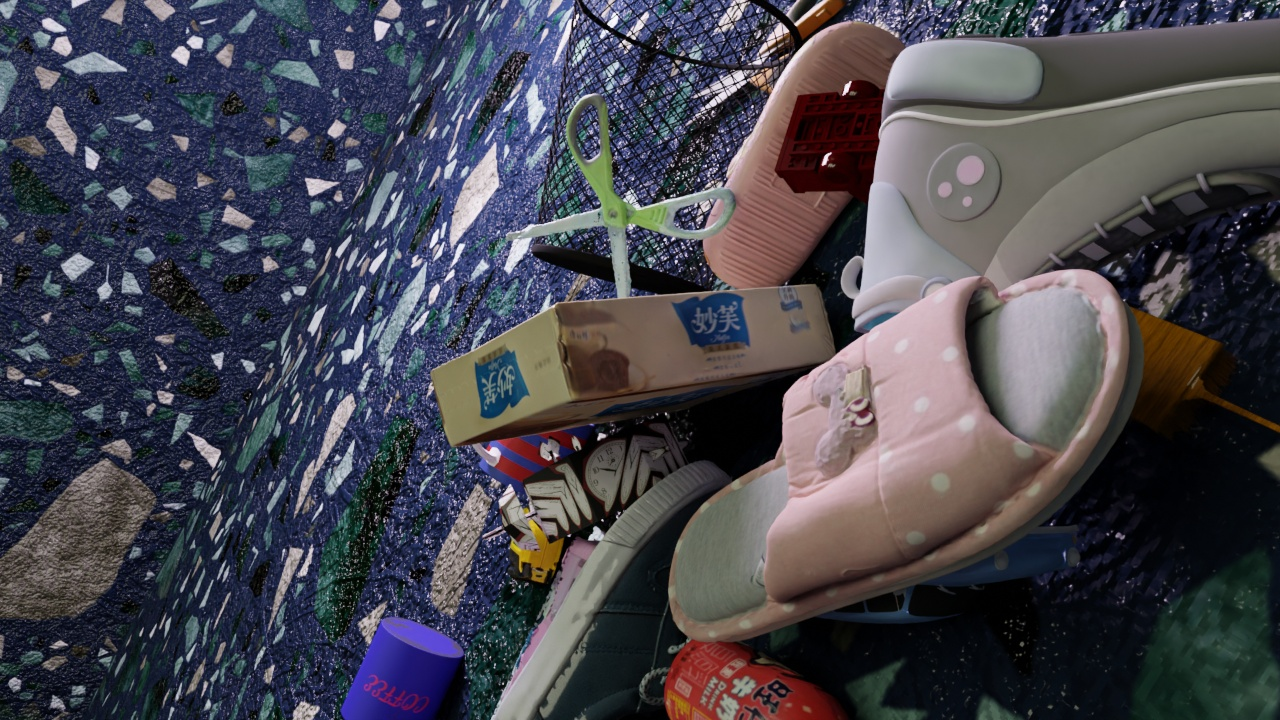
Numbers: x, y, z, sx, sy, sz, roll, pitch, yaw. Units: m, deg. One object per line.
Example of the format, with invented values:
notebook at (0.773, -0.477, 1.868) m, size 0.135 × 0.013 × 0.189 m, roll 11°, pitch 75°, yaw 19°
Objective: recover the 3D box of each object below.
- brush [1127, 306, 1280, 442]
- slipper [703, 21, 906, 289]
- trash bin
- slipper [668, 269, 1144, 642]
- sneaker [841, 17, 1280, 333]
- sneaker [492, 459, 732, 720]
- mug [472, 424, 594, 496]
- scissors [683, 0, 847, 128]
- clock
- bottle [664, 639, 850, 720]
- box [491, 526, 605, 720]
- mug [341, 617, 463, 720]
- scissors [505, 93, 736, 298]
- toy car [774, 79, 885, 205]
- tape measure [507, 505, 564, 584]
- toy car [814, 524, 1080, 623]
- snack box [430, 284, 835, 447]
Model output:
brush at (0.223, 0.007, 0.393) m, size 0.048 × 0.017 × 0.126 m, roll -58°, pitch 28°, yaw 9°
slipper at (0.107, -0.144, 0.645) m, size 0.197 × 0.093 × 0.081 m, roll -57°, pitch 20°, yaw 14°
trash bin at (0.009, -0.166, 0.721) m, size 0.184 × 0.184 × 0.210 m, roll 16°, pitch 91°, yaw 61°
slipper at (0.087, 0.051, 0.406) m, size 0.275 × 0.054 × 0.114 m, roll -44°, pitch 29°, yaw 40°
sneaker at (0.205, -0.053, 0.387) m, size 0.257 × 0.093 × 0.160 m, roll 19°, pitch 98°, yaw 44°
sneaker at (0.002, 0.169, 0.554) m, size 0.087 × 0.089 × 0.235 m, roll 27°, pitch 74°, yaw 28°
mug at (-0.102, 0.068, 0.787) m, size 0.075 × 0.112 × 0.076 m, roll 26°, pitch 89°, yaw 47°
scissors at (0.115, -0.272, 0.811) m, size 0.225 × 0.016 × 0.175 m, roll 13°, pitch 77°, yaw 62°
clock at (-0.045, 0.084, 0.641) m, size 0.155 × 0.114 × 0.065 m, roll -27°, pitch 82°, yaw 11°
bottle at (0.070, 0.185, 0.455) m, size 0.138 × 0.062 × 0.062 m, roll 7°, pitch 73°, yaw 59°
box at (-0.067, 0.234, 0.661) m, size 0.161 × 0.062 × 0.230 m, roll 115°, pitch 179°, yaw -86°
mug at (-0.212, 0.287, 0.834) m, size 0.111 × 0.079 × 0.083 m, roll 115°, pitch 179°, yaw -85°
scissors at (-0.018, -0.102, 0.638) m, size 0.173 × 0.021 × 0.171 m, roll -8°, pitch 94°, yaw 16°
toy car at (0.170, -0.123, 0.536) m, size 0.170 × 0.062 × 0.070 m, roll 8°, pitch 72°, yaw 37°
tape measure at (-0.084, 0.152, 0.761) m, size 0.066 × 0.037 × 0.064 m, roll 151°, pitch 133°, yaw -67°
toy car at (0.128, 0.096, 0.432) m, size 0.154 × 0.056 × 0.054 m, roll -24°, pitch 65°, yaw 57°
snack box at (-0.003, 0.003, 0.581) m, size 0.154 × 0.207 × 0.055 m, roll -22°, pitch 79°, yaw 51°
